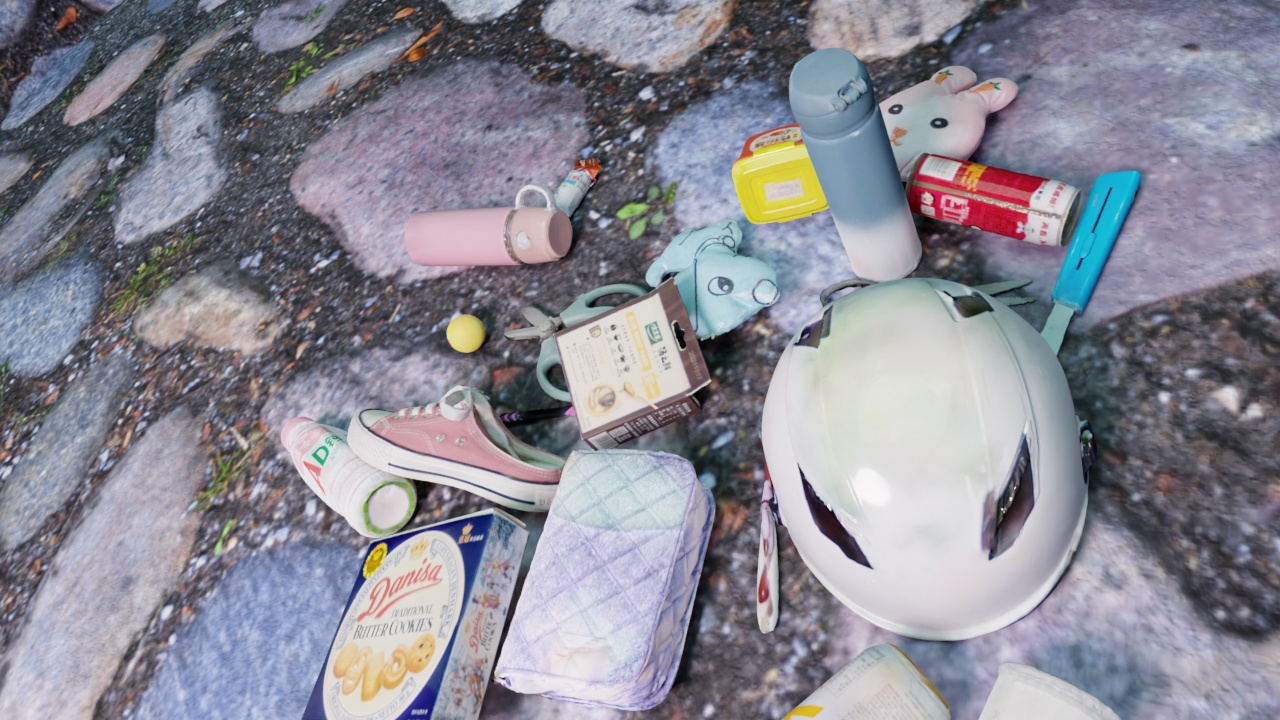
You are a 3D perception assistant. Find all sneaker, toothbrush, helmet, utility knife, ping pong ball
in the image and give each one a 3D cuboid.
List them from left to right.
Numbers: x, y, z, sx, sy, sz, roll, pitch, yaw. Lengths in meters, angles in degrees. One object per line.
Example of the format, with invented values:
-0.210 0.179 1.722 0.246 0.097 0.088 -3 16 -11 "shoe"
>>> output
-0.164 0.065 0.829 0.241 0.118 0.088 13 100 29 "sneaker"
-0.184 -0.028 0.968 0.040 0.040 0.040 -15 49 17 "ping pong ball"
-0.116 0.053 0.883 0.189 0.018 0.014 -8 49 21 "toothbrush"
0.098 0.119 0.711 0.016 0.017 0.187 -11 49 22 "toothbrush"
0.187 0.044 0.635 0.229 0.146 0.258 -11 50 21 "helmet"
0.352 -0.074 0.731 0.034 0.018 0.204 15 64 36 "utility knife"

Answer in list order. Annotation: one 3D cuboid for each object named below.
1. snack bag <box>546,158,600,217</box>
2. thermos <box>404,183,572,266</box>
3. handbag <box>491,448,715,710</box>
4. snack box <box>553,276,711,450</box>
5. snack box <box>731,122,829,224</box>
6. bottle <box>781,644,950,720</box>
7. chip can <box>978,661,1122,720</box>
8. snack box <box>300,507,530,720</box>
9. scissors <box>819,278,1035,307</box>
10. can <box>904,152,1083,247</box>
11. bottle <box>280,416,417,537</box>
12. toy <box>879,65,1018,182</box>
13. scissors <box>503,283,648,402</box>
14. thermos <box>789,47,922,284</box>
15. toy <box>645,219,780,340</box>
-0.083 -0.191 1.056 0.048 0.026 0.104 7 57 47 "snack bag"
-0.173 -0.149 1.031 0.199 0.087 0.067 2 19 31 "thermos"
-0.024 0.165 0.701 0.134 0.075 0.193 0 53 28 "handbag"
-0.005 0.005 0.820 0.126 0.053 0.113 -22 61 8 "snack box"
0.142 -0.185 0.897 0.091 0.082 0.080 -11 37 20 "snack box"
0.102 0.255 0.563 0.189 0.068 0.068 -38 46 -4 "bottle"
0.186 0.277 0.499 0.071 0.071 0.214 20 66 38 "chip can"
-0.181 0.219 0.727 0.178 0.046 0.182 -20 45 39 "snack box"
0.234 -0.039 0.773 0.171 0.014 0.150 31 73 37 "scissors"
0.297 -0.136 0.776 0.133 0.053 0.053 22 67 31 "can"
-0.297 0.106 0.905 0.197 0.068 0.068 23 67 42 "bottle"
0.279 -0.229 0.874 0.159 0.054 0.121 -43 47 -15 "toy"
-0.057 -0.036 0.922 0.176 0.019 0.175 -42 45 -7 "scissors"
0.177 -0.154 0.749 0.070 0.220 0.070 -16 49 19 "thermos"
0.065 -0.075 0.866 0.162 0.050 0.156 -6 52 36 "toy"
